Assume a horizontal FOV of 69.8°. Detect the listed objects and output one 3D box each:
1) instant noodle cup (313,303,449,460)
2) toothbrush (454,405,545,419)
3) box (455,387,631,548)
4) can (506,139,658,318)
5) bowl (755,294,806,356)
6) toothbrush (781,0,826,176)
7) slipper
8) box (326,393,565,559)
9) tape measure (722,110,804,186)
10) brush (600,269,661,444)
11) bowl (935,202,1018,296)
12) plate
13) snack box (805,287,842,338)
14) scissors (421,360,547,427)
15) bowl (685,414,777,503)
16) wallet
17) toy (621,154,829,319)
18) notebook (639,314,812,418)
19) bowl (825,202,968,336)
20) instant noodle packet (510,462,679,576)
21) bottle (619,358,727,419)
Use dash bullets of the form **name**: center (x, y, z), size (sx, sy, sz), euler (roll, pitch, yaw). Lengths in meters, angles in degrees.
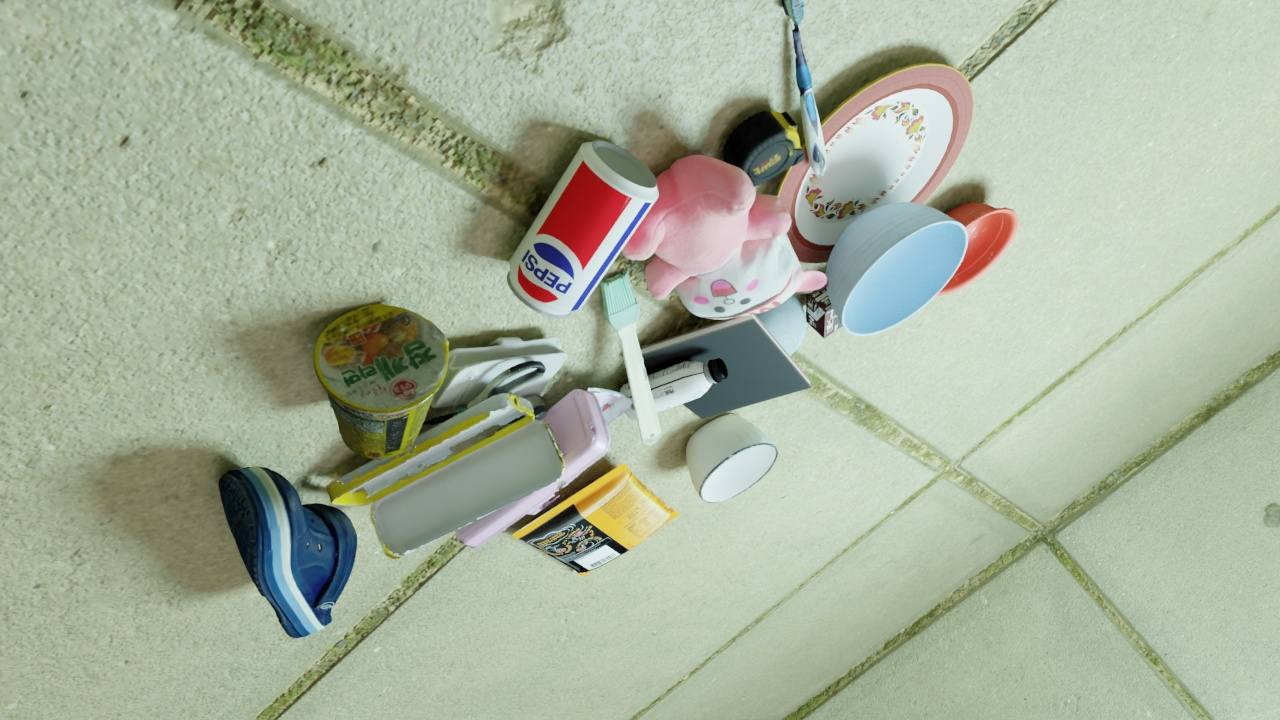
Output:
- **instant noodle cup**: center (-0.207, 0.024, 0.738), size (0.102, 0.102, 0.108), euler (-16, 153, -26)
- **toothbrush**: center (-0.114, 0.057, 0.927), size (0.180, 0.016, 0.017), euler (8, 138, -47)
- **box**: center (-0.094, 0.111, 0.934), size (0.202, 0.100, 0.103), euler (-38, 142, 22)
- **can**: center (-0.047, -0.102, 0.722), size (0.070, 0.070, 0.132), euler (5, 131, -45)
- **bowl**: center (0.143, -0.024, 1.021), size (0.106, 0.039, 0.106), euler (-23, 146, -16)
- **toothbrush**: center (0.137, -0.222, 0.749), size (0.016, 0.017, 0.189), euler (-26, 139, -1)
- **slipper**: center (-0.306, 0.166, 0.825), size (0.095, 0.105, 0.253), euler (-20, 150, -23)
- **box**: center (-0.179, 0.113, 0.846), size (0.210, 0.080, 0.084), euler (-28, 162, 14)
- **tape measure**: center (0.101, -0.181, 0.780), size (0.067, 0.038, 0.062), euler (-31, 156, 2)
- **brush**: center (-0.005, 0.005, 0.904), size (0.033, 0.012, 0.218), euler (-24, 131, -14)
- **bowl**: center (0.370, -0.137, 1.064), size (0.130, 0.045, 0.131), euler (-23, 146, -16)
- **plate**: center (0.221, -0.188, 0.888), size (0.229, 0.021, 0.230), euler (-23, 146, -16)
- **snack box**: center (0.250, -0.086, 1.027), size (0.140, 0.031, 0.051), euler (-33, 148, -12)
- **scissors**: center (-0.147, 0.045, 0.840), size (0.158, 0.012, 0.168), euler (-39, 155, 27)
- **bowl**: center (0.108, 0.119, 1.157), size (0.116, 0.065, 0.116), euler (-23, 146, -16)
- **wallet**: center (-0.131, 0.010, 0.839), size (0.116, 0.032, 0.086), euler (-6, 150, -39)
- **toy**: center (0.073, -0.098, 0.815), size (0.142, 0.084, 0.213), euler (-21, 149, 23)
- **notebook**: center (0.091, 0.012, 1.002), size (0.142, 0.008, 0.209), euler (-18, 153, 20)
- **bowl**: center (0.245, -0.103, 0.929), size (0.150, 0.074, 0.151), euler (-23, 146, -17)
- **instant noodle packet**: center (-0.049, 0.209, 1.169), size (0.160, 0.032, 0.221), euler (-33, 148, 4)
- **bottle**: center (0.036, 0.026, 0.957), size (0.116, 0.041, 0.041), euler (-21, 154, 25)
